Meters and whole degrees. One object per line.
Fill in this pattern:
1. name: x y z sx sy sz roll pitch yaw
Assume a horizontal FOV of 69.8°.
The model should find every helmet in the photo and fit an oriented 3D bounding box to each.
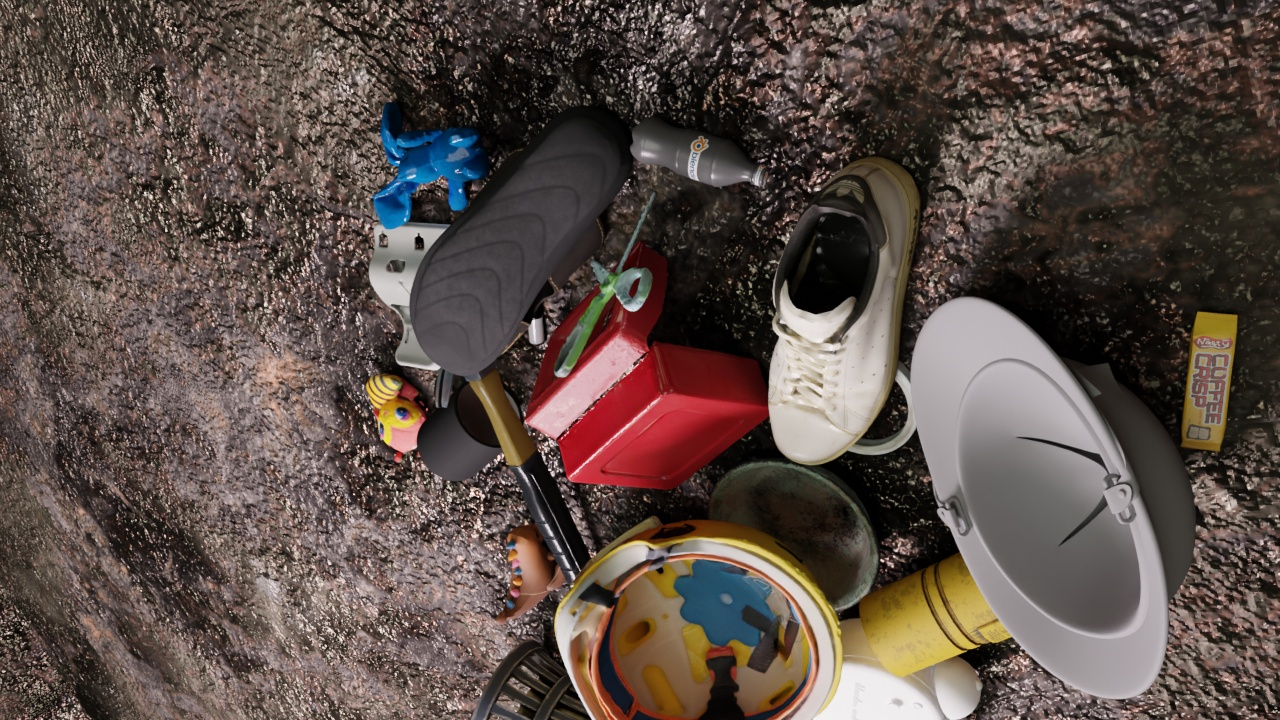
1. helmet: 0.296 0.074 0.616 0.184 0.117 0.271 141 111 -69
2. helmet: 0.058 0.224 0.787 0.240 0.139 0.209 -25 96 17

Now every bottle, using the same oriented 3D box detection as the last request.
1. bottle: 0.045 -0.155 0.697 0.110 0.036 0.036 23 126 21
2. bottle: 0.260 0.185 0.715 0.164 0.070 0.071 -35 94 28

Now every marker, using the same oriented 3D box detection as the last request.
1. marker: -0.101 -0.079 0.850 0.016 0.016 0.141 14 122 27

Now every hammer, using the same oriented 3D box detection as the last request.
1. hammer: -0.106 0.118 0.914 0.025 0.117 0.333 -2 119 40

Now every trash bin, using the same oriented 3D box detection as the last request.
1. trash bin: -0.054 0.432 1.017 0.228 0.163 0.164 16 123 21

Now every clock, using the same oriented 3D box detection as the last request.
1. clock: 0.209 0.296 0.808 0.161 0.072 0.125 11 127 21

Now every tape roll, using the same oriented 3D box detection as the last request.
1. tape roll: 0.177 0.032 0.732 0.093 0.013 0.093 16 124 26

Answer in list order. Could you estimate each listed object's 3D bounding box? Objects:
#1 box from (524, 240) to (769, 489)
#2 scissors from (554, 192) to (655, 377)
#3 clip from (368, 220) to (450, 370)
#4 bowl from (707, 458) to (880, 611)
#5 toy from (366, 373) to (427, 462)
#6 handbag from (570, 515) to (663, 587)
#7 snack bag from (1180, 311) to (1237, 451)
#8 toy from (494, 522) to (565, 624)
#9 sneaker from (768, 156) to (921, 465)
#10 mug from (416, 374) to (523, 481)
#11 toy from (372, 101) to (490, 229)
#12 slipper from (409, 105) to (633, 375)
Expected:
1. box: 0.009 0.028 0.786 0.168 0.153 0.158 35 132 -15
2. scissors: -0.021 -0.061 0.732 0.022 0.171 0.174 27 172 -16
3. clip: -0.208 -0.066 0.906 0.125 0.072 0.143 9 112 32
4. bowl: 0.137 0.146 0.804 0.158 0.038 0.158 16 123 26
5. toy: -0.269 0.060 1.021 0.084 0.046 0.103 -10 106 43
6. handbag: 0.010 0.230 0.907 0.111 0.081 0.119 -39 88 18
7. snack bag: 0.367 0.016 0.593 0.026 0.020 0.099 6 119 29
8. toy: -0.131 0.229 0.989 0.071 0.102 0.090 9 127 30
9. sneaker: 0.135 -0.020 0.659 0.089 0.102 0.242 20 117 25
10. mug: -0.182 0.057 0.949 0.088 0.078 0.113 -38 64 41
11. toy: -0.186 -0.183 0.817 0.177 0.070 0.113 -1 113 45
12. slipper: -0.102 -0.100 0.786 0.113 0.075 0.268 37 108 -8
